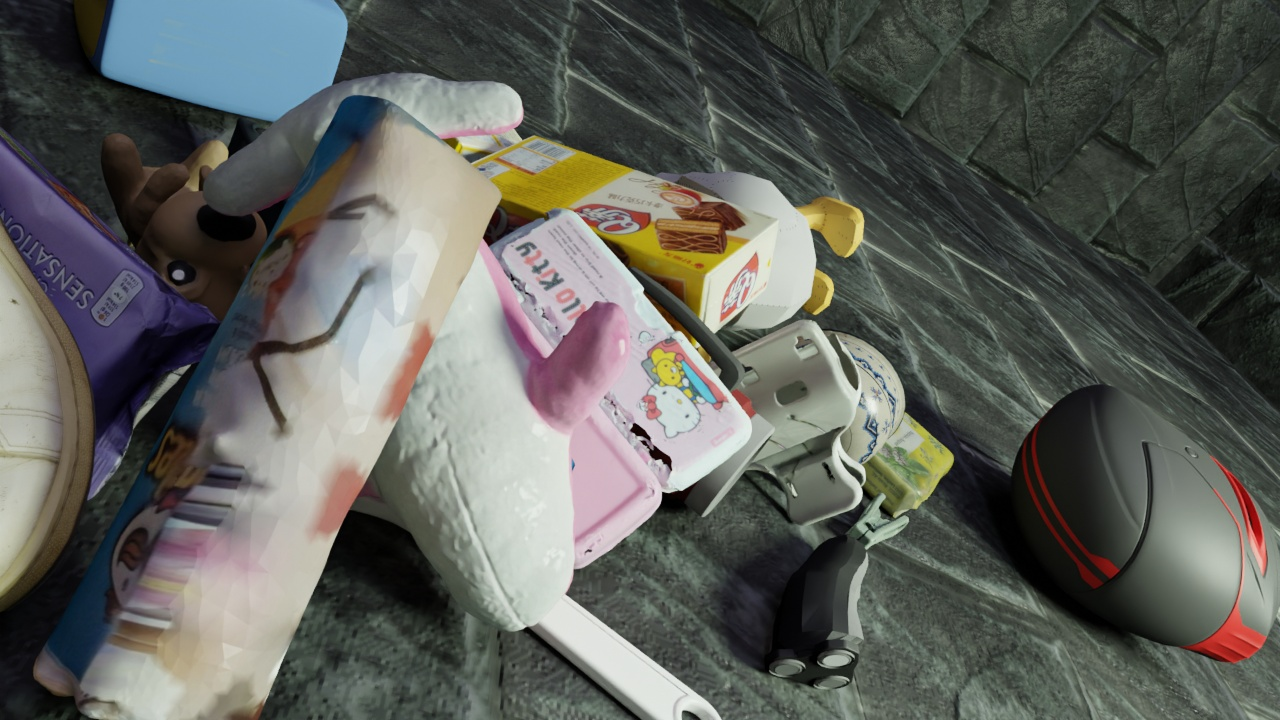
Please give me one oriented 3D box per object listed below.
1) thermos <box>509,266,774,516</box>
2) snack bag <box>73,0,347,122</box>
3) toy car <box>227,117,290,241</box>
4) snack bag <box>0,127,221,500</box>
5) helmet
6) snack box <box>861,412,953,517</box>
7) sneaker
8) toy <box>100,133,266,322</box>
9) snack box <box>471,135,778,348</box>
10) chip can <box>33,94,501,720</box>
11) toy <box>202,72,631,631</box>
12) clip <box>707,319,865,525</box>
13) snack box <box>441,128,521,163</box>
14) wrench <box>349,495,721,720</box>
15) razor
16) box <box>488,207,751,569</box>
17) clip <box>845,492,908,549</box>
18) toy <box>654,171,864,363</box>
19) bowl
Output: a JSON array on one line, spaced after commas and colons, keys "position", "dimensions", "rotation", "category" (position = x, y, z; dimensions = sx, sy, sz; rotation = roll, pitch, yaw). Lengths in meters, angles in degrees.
[{"position": [-0.004, 0.004, 0.616], "dimensions": [0.198, 0.108, 0.083], "rotation": [39, 17, 11], "category": "thermos"}, {"position": [-0.337, -0.271, 0.697], "dimensions": [0.158, 0.102, 0.205], "rotation": [6, 29, -43], "category": "snack bag"}, {"position": [-0.246, -0.114, 0.599], "dimensions": [0.034, 0.046, 0.112], "rotation": [4, 40, -47], "category": "toy car"}, {"position": [-0.276, -0.041, 0.399], "dimensions": [0.205, 0.096, 0.058], "rotation": [41, -6, 9], "category": "snack bag"}, {"position": [0.430, 0.135, 0.830], "dimensions": [0.169, 0.165, 0.264], "rotation": [13, 44, -16], "category": "helmet"}, {"position": [0.196, 0.053, 0.827], "dimensions": [0.181, 0.045, 0.121], "rotation": [45, 30, 19], "category": "snack box"}, {"position": [-0.272, -0.026, 0.311], "dimensions": [0.241, 0.089, 0.102], "rotation": [60, -7, 13], "category": "sneaker"}, {"position": [-0.236, -0.058, 0.477], "dimensions": [0.133, 0.106, 0.108], "rotation": [-10, 63, -49], "category": "toy"}, {"position": [-0.025, -0.097, 0.692], "dimensions": [0.230, 0.062, 0.109], "rotation": [24, 40, 24], "category": "snack box"}, {"position": [-0.128, 0.017, 0.339], "dimensions": [0.080, 0.229, 0.080], "rotation": [23, -11, 5], "category": "chip can"}, {"position": [-0.096, -0.002, 0.451], "dimensions": [0.127, 0.187, 0.265], "rotation": [-74, 146, -84], "category": "toy"}, {"position": [0.111, 0.045, 0.679], "dimensions": [0.151, 0.126, 0.091], "rotation": [52, 32, -20], "category": "clip"}, {"position": [-0.156, -0.185, 0.790], "dimensions": [0.083, 0.061, 0.105], "rotation": [2, 43, -46], "category": "snack box"}, {"position": [-0.067, 0.114, 0.473], "dimensions": [0.273, 0.018, 0.066], "rotation": [38, 28, 2], "category": "wrench"}, {"position": [0.120, 0.151, 0.589], "dimensions": [0.060, 0.057, 0.155], "rotation": [64, 24, -15], "category": "razor"}, {"position": [-0.044, 0.005, 0.548], "dimensions": [0.154, 0.045, 0.201], "rotation": [-36, 75, -17], "category": "box"}, {"position": [0.183, 0.129, 0.721], "dimensions": [0.035, 0.023, 0.074], "rotation": [47, 32, 18], "category": "clip"}, {"position": [0.068, -0.091, 0.824], "dimensions": [0.267, 0.141, 0.246], "rotation": [-9, 47, -30], "category": "toy"}, {"position": [0.145, 0.039, 0.727], "dimensions": [0.115, 0.116, 0.059], "rotation": [38, 43, 5], "category": "bowl"}]
